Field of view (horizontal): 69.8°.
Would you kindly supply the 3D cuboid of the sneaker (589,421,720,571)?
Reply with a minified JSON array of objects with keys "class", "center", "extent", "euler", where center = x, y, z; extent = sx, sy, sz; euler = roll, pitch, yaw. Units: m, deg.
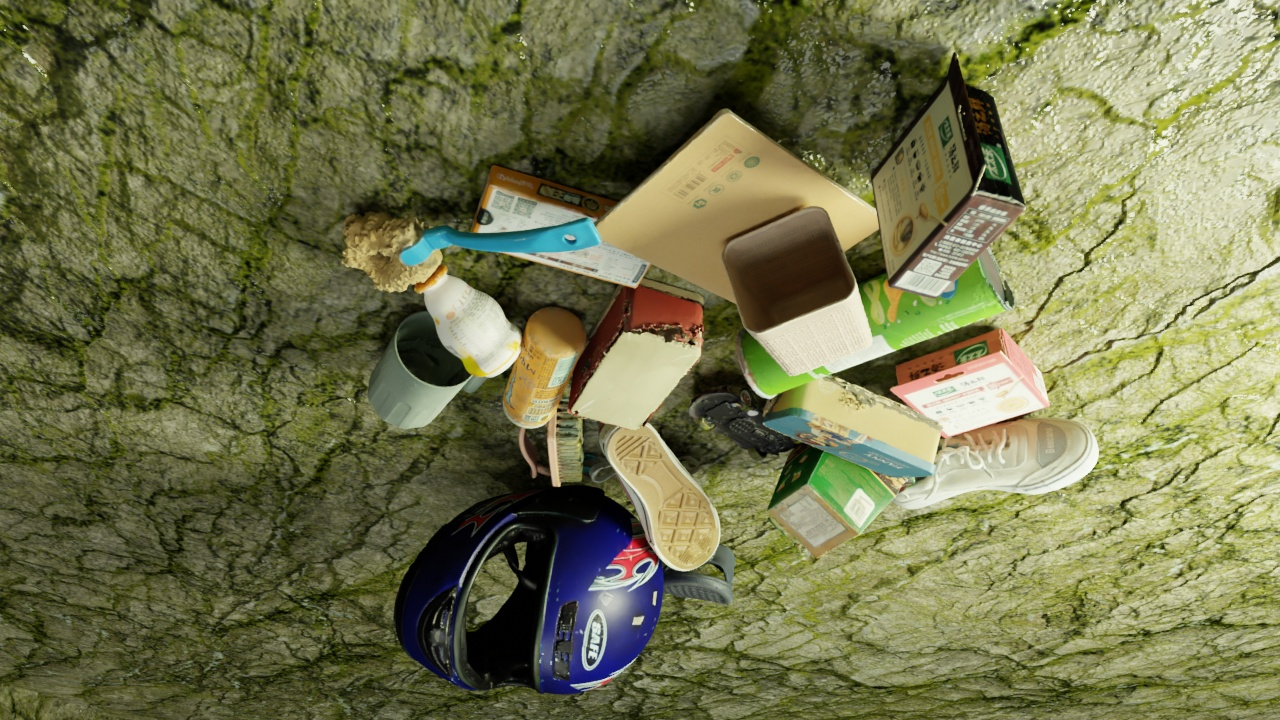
[{"class":"sneaker","center":[0.016,0.145,1.078],"extent":[0.118,0.088,0.241],"euler":[-33,119,-4]}]

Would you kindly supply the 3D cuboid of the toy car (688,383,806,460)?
[{"class":"toy car","center":[0.119,0.063,0.992],"extent":[0.158,0.042,0.070],"euler":[30,137,-35]}]

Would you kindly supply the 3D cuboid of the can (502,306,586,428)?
[{"class":"can","center":[-0.098,0.010,0.914],"extent":[0.058,0.058,0.146],"euler":[11,144,-13]}]

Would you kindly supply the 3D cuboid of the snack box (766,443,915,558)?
[{"class":"snack box","center":[0.211,0.146,1.010],"extent":[0.118,0.105,0.118],"euler":[43,138,1]}]

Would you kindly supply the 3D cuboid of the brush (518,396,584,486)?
[{"class":"brush","center":[-0.099,0.097,1.039],"extent":[0.073,0.063,0.146],"euler":[0,147,-3]}]

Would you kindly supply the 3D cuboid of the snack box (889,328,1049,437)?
[{"class":"snack box","center":[0.325,0.020,0.913],"extent":[0.113,0.044,0.127],"euler":[-23,139,33]}]

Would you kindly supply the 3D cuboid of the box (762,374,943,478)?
[{"class":"box","center":[0.221,0.068,0.937],"extent":[0.184,0.059,0.090],"euler":[24,165,-10]}]

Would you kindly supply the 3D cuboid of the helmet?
[{"class":"helmet","center":[-0.105,0.283,1.103],"extent":[0.241,0.247,0.314],"euler":[10,-168,26]}]

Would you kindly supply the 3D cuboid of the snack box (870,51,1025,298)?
[{"class":"snack box","center":[0.214,-0.127,0.646],"extent":[0.053,0.113,0.126],"euler":[12,145,-16]}]

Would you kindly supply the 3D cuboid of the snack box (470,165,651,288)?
[{"class":"snack box","center":[-0.060,-0.109,0.768],"extent":[0.153,0.026,0.075],"euler":[14,145,-16]}]

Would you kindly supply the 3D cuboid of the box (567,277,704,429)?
[{"class":"box","center":[-0.006,0.005,0.883],"extent":[0.091,0.080,0.169],"euler":[15,144,-16]}]

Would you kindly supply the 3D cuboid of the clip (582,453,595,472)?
[{"class":"clip","center":[-0.082,0.123,1.113],"extent":[0.056,0.043,0.014],"euler":[3,145,6]}]

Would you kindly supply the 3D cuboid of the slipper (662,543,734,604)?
[{"class":"slipper","center":[0.084,0.306,1.329],"extent":[0.111,0.083,0.268],"euler":[6,164,9]}]

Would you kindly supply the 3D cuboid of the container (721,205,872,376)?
[{"class":"container","center":[0.132,-0.049,0.748],"extent":[0.090,0.090,0.111],"euler":[-22,150,14]}]

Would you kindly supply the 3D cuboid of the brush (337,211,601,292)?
[{"class":"brush","center":[-0.144,-0.093,0.739],"extent":[0.255,0.045,0.083],"euler":[1,141,31]}]

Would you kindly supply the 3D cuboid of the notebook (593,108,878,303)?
[{"class":"notebook","center":[0.081,-0.107,0.729],"extent":[0.207,0.008,0.148],"euler":[20,136,-41]}]

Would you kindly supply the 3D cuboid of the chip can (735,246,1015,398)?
[{"class":"chip can","center":[0.203,-0.035,0.818],"extent":[0.237,0.072,0.072],"euler":[-23,138,32]}]

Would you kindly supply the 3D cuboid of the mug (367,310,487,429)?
[{"class":"mug","center":[-0.201,0.011,0.916],"extent":[0.123,0.083,0.104],"euler":[-5,155,-36]}]

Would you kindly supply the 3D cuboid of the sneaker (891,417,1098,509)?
[{"class":"sneaker","center":[0.362,0.101,1.001],"extent":[0.243,0.089,0.090],"euler":[-20,136,39]}]

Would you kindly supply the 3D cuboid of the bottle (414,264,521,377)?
[{"class":"bottle","center":[-0.159,-0.037,0.843],"extent":[0.063,0.063,0.108],"euler":[-22,120,31]}]
